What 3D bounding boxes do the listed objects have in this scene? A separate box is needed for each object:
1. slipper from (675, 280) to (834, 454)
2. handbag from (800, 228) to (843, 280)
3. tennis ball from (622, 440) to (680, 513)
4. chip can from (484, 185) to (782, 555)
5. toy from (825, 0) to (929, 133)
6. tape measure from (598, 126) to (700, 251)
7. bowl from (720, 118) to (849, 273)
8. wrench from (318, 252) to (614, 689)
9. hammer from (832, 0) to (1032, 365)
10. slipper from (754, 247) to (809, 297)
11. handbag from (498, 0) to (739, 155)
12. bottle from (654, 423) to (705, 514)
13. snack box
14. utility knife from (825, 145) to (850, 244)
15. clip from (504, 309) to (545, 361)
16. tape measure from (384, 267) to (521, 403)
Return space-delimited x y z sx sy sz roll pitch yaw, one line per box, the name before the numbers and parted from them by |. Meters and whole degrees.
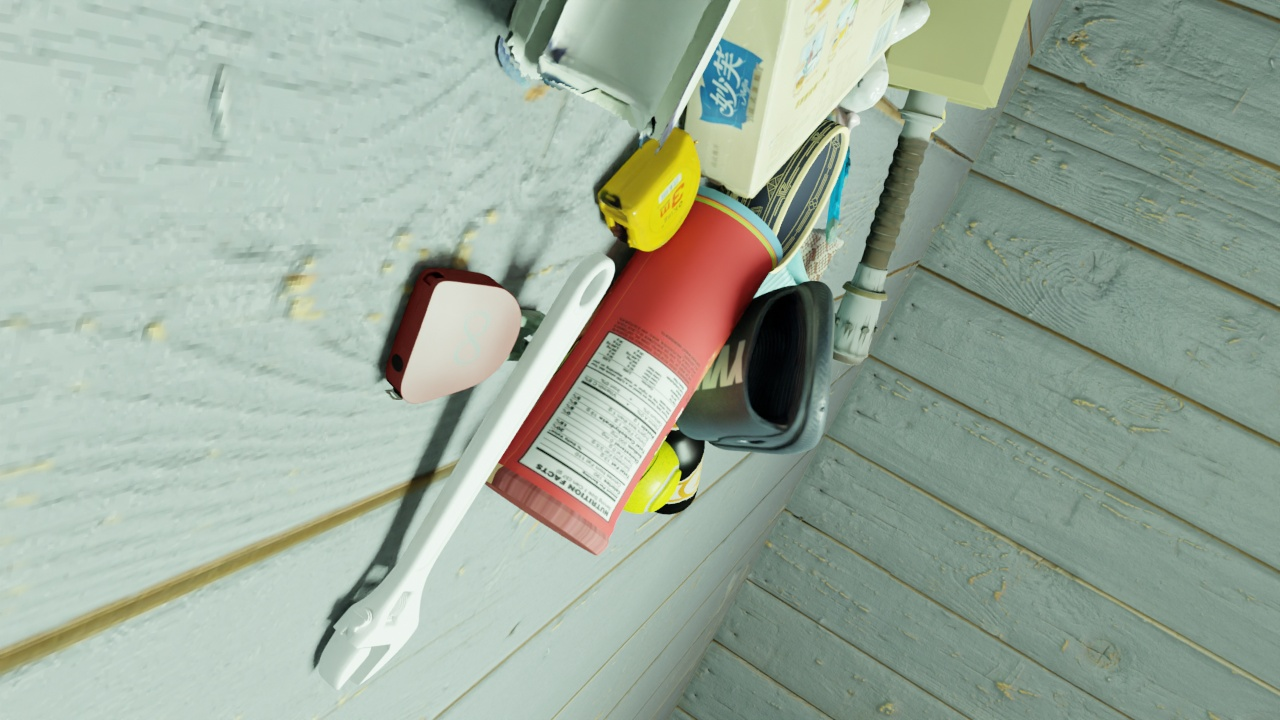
slipper | 0.062 0.007 0.639 0.268 0.083 0.110 138 -38 -78
handbag | 0.124 -0.051 0.905 0.124 0.047 0.186 -4 123 -61
tennis ball | -0.001 0.090 0.738 0.065 0.065 0.065 -52 162 -25
chip can | -0.003 0.003 0.549 0.213 0.087 0.087 -57 163 -13
toy | 0.157 -0.215 0.681 0.037 0.076 0.126 8 115 -39
tape measure | 0.007 -0.093 0.509 0.068 0.030 0.059 -50 161 -18
bowl | 0.093 -0.126 0.652 0.112 0.061 0.113 -52 162 -25
wrench | -0.089 0.062 0.469 0.274 0.018 0.066 -57 166 13
hammer | 0.223 -0.151 0.792 0.189 0.101 0.325 -40 146 -68
slipper | 0.109 -0.082 0.770 0.276 0.069 0.115 -64 160 13
handbag | 0.011 -0.166 0.364 0.151 0.074 0.175 -63 -177 13
bottle | 0.027 0.075 0.805 0.059 0.059 0.182 -51 162 -26
snack box | 0.103 -0.215 0.539 0.206 0.055 0.154 -49 160 -32
utility knife | 0.178 -0.169 0.810 0.031 0.015 0.206 92 10 -48
clip | -0.063 -0.013 0.457 0.043 0.023 0.076 -62 166 4
tape measure | -0.080 -0.010 0.397 0.051 0.019 0.059 4 117 -48
